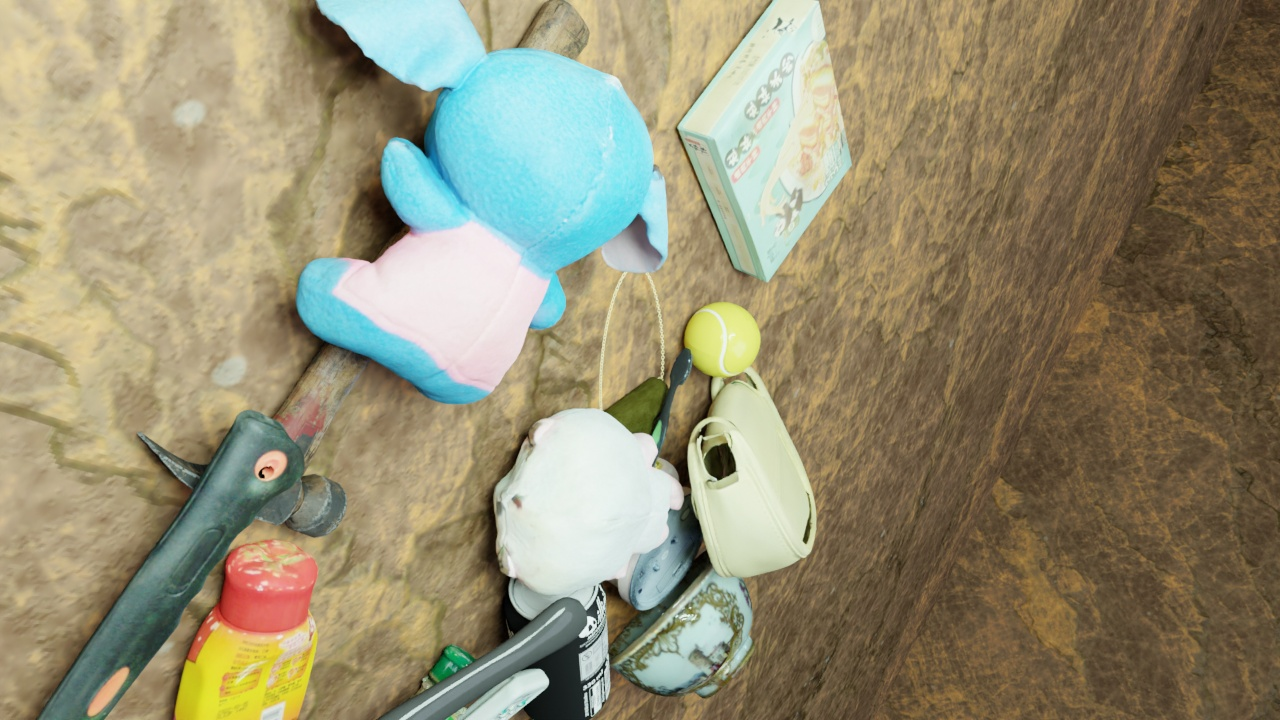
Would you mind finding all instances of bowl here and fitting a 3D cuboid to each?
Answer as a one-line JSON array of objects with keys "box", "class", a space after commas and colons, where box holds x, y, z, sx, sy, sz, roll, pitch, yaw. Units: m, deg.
[{"box": [0.052, 0.265, 0.883, 0.160, 0.094, 0.160, -44, 174, -6], "class": "bowl"}]

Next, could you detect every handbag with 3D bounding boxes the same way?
[{"box": [-0.004, 0.005, 0.737, 0.083, 0.027, 0.178, -35, 137, -42], "class": "handbag"}, {"box": [0.092, 0.107, 0.821, 0.232, 0.089, 0.191, -59, 129, -72], "class": "handbag"}]

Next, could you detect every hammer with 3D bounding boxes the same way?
[{"box": [-0.268, 0.167, 0.430, 0.333, 0.033, 0.133, -55, 146, -5], "class": "hammer"}, {"box": [-0.166, 0.250, 0.609, 0.310, 0.029, 0.125, -26, 134, -27], "class": "hammer"}, {"box": [-0.127, -0.063, 0.497, 0.330, 0.033, 0.120, -59, 148, -9], "class": "hammer"}]

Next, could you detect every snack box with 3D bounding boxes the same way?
[{"box": [0.108, -0.175, 0.754, 0.141, 0.044, 0.193, -54, 149, -13], "class": "snack box"}]

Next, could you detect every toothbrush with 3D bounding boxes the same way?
[{"box": [0.010, 0.079, 0.765, 0.017, 0.014, 0.188, 26, 83, -65], "class": "toothbrush"}]

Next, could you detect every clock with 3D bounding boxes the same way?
[{"box": [0.002, 0.152, 0.822, 0.116, 0.059, 0.158, -53, 147, -19], "class": "clock"}]

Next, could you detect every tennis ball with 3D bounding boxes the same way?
[{"box": [0.071, -0.018, 0.792, 0.065, 0.065, 0.065, -36, 139, -38], "class": "tennis ball"}]

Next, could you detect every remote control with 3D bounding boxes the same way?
[{"box": [-0.129, 0.281, 0.711, 0.133, 0.022, 0.050, -42, 158, 17], "class": "remote control"}]

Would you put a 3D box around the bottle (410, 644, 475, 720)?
[{"box": [-0.160, 0.268, 0.683, 0.109, 0.043, 0.043, -53, 147, -15], "class": "bottle"}]

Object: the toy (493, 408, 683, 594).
[{"box": [-0.029, 0.108, 0.692, 0.179, 0.102, 0.138, 17, 84, -52], "class": "toy"}]

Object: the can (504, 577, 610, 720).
[{"box": [-0.067, 0.232, 0.757, 0.080, 0.080, 0.146, -37, 140, -37], "class": "can"}]

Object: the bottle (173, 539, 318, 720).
[{"box": [-0.217, 0.167, 0.513, 0.071, 0.048, 0.134, -3, 115, -56], "class": "bottle"}]

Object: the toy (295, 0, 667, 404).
[{"box": [-0.082, -0.072, 0.457, 0.191, 0.099, 0.224, -53, 136, 1], "class": "toy"}]
